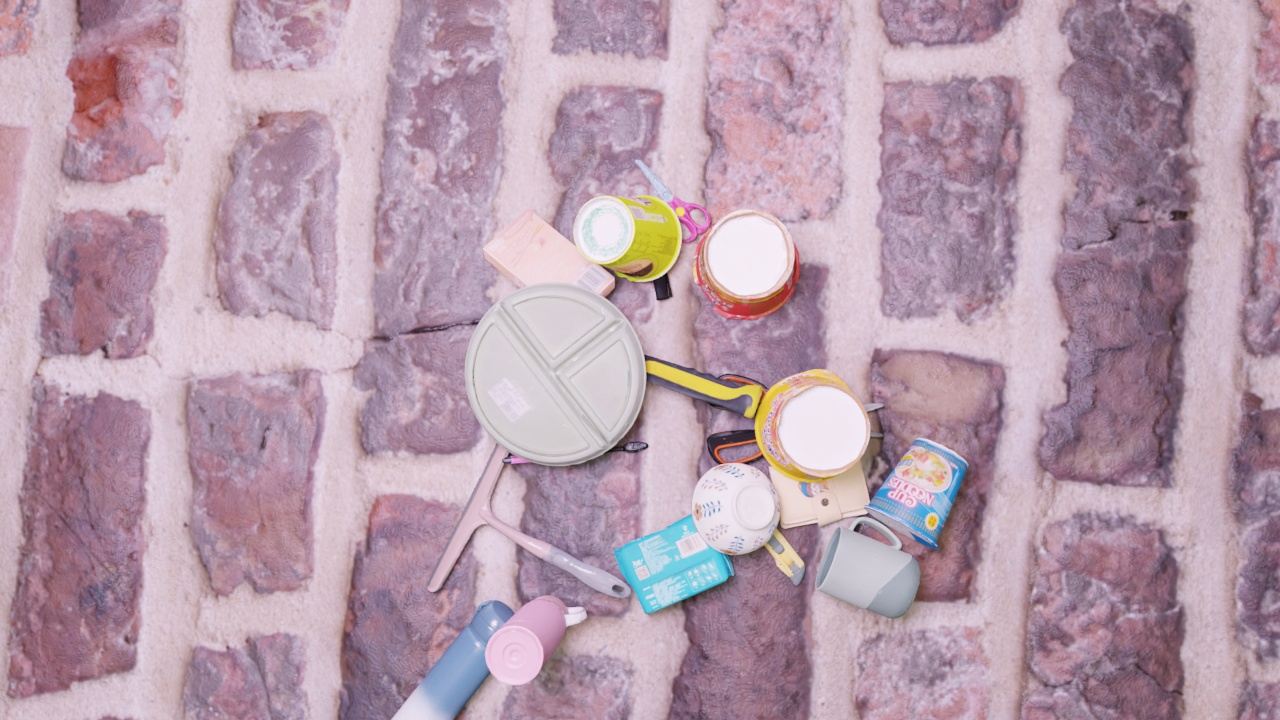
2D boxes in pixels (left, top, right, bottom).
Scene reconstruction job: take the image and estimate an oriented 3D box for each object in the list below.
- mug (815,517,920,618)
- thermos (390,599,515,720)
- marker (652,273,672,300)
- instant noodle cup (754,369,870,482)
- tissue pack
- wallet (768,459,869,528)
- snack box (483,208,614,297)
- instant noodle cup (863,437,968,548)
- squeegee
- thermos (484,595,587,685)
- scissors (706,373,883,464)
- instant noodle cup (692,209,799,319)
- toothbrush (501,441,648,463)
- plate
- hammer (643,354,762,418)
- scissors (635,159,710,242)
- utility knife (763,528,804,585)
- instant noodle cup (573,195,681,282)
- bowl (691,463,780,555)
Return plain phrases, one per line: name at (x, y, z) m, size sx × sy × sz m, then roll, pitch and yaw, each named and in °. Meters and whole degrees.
mug at (0.284, 0.250, 1.128) m, size 0.106 × 0.082 × 0.111 m, roll 21°, pitch 58°, yaw 6°
thermos at (-0.238, 0.406, 1.171) m, size 0.070 × 0.070 × 0.220 m, roll 38°, pitch 90°, yaw 5°
marker at (0.020, -0.144, 1.191) m, size 0.022 × 0.020 × 0.132 m, roll -10°, pitch 87°, yaw -10°
instant noodle cup at (0.210, 0.081, 1.099) m, size 0.138 × 0.110 × 0.138 m, roll 0°, pitch 87°, yaw 3°
tissue pack at (0.041, 0.255, 1.158) m, size 0.133 × 0.050 × 0.093 m, roll -25°, pitch 87°, yaw 4°
wallet at (0.227, 0.165, 1.159) m, size 0.115 × 0.024 × 0.087 m, roll -12°, pitch 88°, yaw 3°
snack box at (-0.117, -0.118, 1.175) m, size 0.157 × 0.026 × 0.084 m, roll 40°, pitch 72°, yaw 15°
instant noodle cup at (0.342, 0.157, 1.120) m, size 0.099 × 0.099 × 0.110 m, roll 30°, pitch 83°, yaw 5°
squeegee at (-0.124, 0.238, 1.163) m, size 0.250 × 0.040 × 0.247 m, roll 26°, pitch 89°, yaw 13°
thermos at (-0.119, 0.326, 1.095) m, size 0.087 × 0.198 × 0.067 m, roll -10°, pitch 85°, yaw 6°
scissors at (0.189, 0.087, 1.169) m, size 0.229 × 0.021 × 0.190 m, roll 30°, pitch 94°, yaw 3°
instant noodle cup at (0.134, -0.124, 1.136) m, size 0.138 × 0.108 × 0.138 m, roll 0°, pitch 87°, yaw 4°
toothbrush at (-0.083, 0.119, 1.177) m, size 0.189 × 0.018 × 0.014 m, roll -6°, pitch 79°, yaw -5°
plate at (-0.107, 0.019, 1.128) m, size 0.230 × 0.027 × 0.230 m, roll 1°, pitch 94°, yaw 7°
hammer at (-0.007, 0.007, 1.159) m, size 0.323 × 0.032 × 0.126 m, roll 19°, pitch 76°, yaw 9°
scissors at (0.035, -0.212, 1.196) m, size 0.056 × 0.017 × 0.133 m, roll -41°, pitch 81°, yaw 11°
utility knife at (0.154, 0.214, 1.170) m, size 0.031 × 0.018 × 0.166 m, roll -40°, pitch 81°, yaw -4°
instant noodle cup at (-0.022, -0.155, 1.129) m, size 0.112 × 0.123 × 0.111 m, roll 1°, pitch 92°, yaw 23°
bowl at (0.126, 0.179, 1.121) m, size 0.113 × 0.062 × 0.113 m, roll 5°, pitch 76°, yaw -22°
